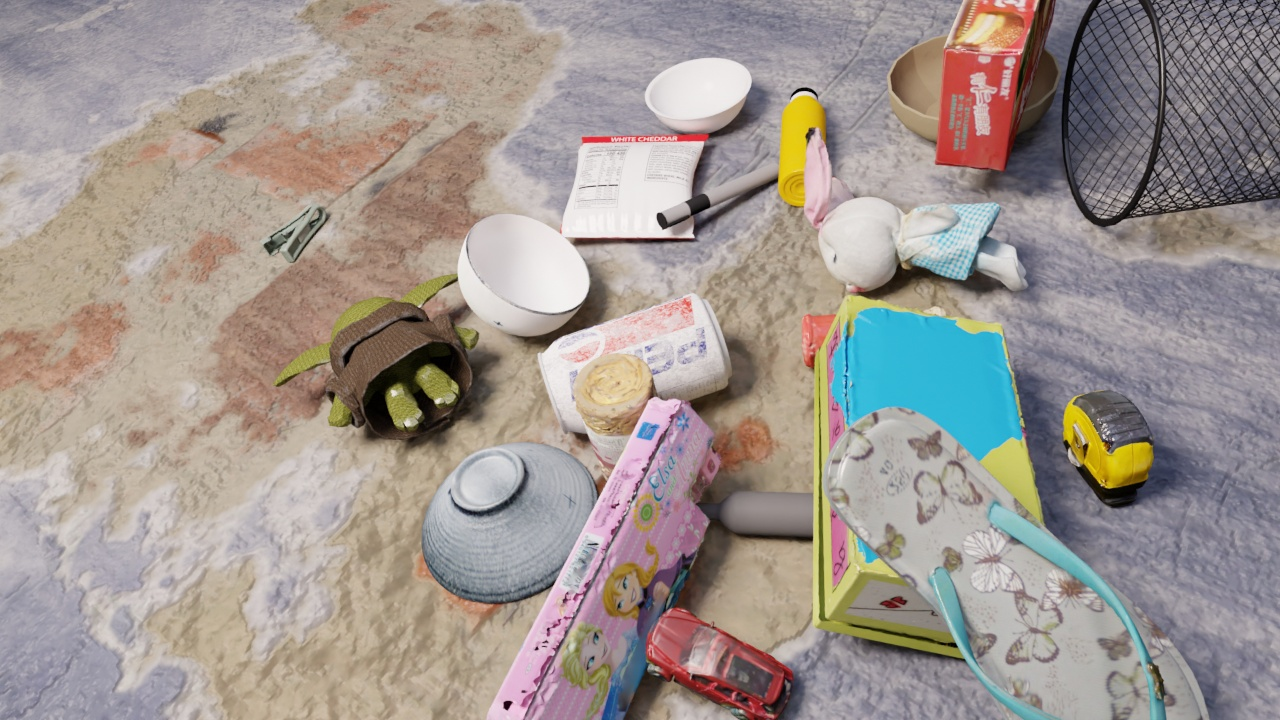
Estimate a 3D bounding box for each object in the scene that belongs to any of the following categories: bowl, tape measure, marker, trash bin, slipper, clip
[{"bbox_3d":[-0.107,-0.066,0.794,0.113,0.063,0.113,19,45,-20],"label":"bowl"},{"bbox_3d":[-0.103,0.100,0.664,0.137,0.057,0.136,-8,47,8],"label":"bowl"},{"bbox_3d":[0.300,0.052,0.595,0.037,0.064,0.065,-12,46,2],"label":"tape measure"},{"bbox_3d":[0.312,-0.249,0.869,0.152,0.050,0.152,-8,48,8],"label":"bowl"},{"bbox_3d":[0.076,-0.155,0.856,0.140,0.016,0.016,-27,47,-24],"label":"marker"},{"bbox_3d":[0.468,-0.203,0.708,0.210,0.184,0.183,-2,48,5],"label":"trash bin"},{"bbox_3d":[0.204,0.131,0.462,0.098,0.055,0.269,-38,85,-9],"label":"slipper"},{"bbox_3d":[0.062,-0.267,0.958,0.110,0.041,0.109,-8,48,8],"label":"bowl"},{"bbox_3d":[-0.361,-0.138,0.969,0.059,0.023,0.075,21,59,28],"label":"clip"}]

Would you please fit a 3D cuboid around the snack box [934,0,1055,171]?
[{"bbox_3d":[0.309,-0.278,0.782,0.060,0.113,0.235,13,54,24],"label":"snack box"}]

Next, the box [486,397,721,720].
[{"bbox_3d":[-0.009,0.135,0.569,0.053,0.085,0.229,12,61,31],"label":"box"}]

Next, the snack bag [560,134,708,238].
[{"bbox_3d":[-0.006,-0.173,0.892,0.131,0.039,0.143,2,54,10],"label":"snack bag"}]

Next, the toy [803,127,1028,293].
[{"bbox_3d":[0.212,-0.093,0.748,0.205,0.131,0.105,29,92,24],"label":"toy"}]

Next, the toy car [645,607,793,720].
[{"bbox_3d":[0.046,0.183,0.551,0.091,0.036,0.042,25,60,6],"label":"toy car"}]

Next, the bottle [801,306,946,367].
[{"bbox_3d":[0.179,-0.018,0.705,0.109,0.044,0.044,-4,48,11],"label":"bottle"}]

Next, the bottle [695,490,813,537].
[{"bbox_3d":[0.082,0.105,0.629,0.113,0.030,0.030,0,49,15],"label":"bottle"}]

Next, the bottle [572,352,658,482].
[{"bbox_3d":[-0.009,0.049,0.652,0.056,0.105,0.056,-7,48,8],"label":"bottle"}]

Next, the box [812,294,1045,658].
[{"bbox_3d":[0.177,0.066,0.587,0.124,0.081,0.220,10,47,-4],"label":"box"}]

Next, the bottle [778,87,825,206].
[{"bbox_3d":[0.156,-0.210,0.881,0.043,0.043,0.143,-2,49,13],"label":"bottle"}]

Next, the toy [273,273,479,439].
[{"bbox_3d":[-0.204,0.002,0.765,0.179,0.078,0.153,-34,41,-15],"label":"toy"}]

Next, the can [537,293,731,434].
[{"bbox_3d":[-0.004,0.004,0.709,0.136,0.078,0.078,-19,47,-2],"label":"can"}]
